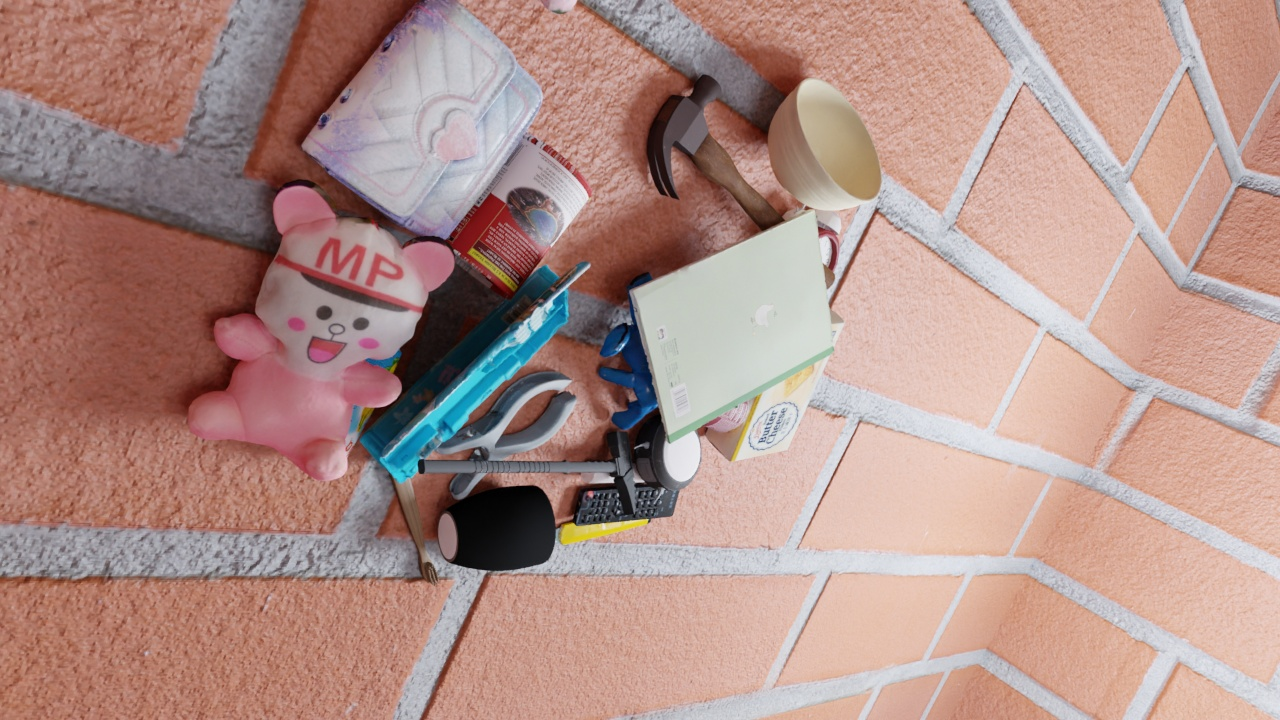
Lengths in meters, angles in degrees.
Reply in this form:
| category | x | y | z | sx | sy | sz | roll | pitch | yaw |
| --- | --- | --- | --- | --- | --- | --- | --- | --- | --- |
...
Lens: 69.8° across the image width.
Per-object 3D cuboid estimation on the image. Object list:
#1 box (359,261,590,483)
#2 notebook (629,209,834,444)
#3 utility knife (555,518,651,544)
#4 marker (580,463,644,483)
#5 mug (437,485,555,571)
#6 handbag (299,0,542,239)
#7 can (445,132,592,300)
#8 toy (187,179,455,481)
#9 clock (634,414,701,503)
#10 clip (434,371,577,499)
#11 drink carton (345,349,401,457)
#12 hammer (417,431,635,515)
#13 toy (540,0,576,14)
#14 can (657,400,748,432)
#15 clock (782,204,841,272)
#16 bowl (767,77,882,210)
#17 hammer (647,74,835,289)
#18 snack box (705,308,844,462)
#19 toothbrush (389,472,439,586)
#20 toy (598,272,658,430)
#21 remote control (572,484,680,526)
| category | x | y | z | sx | sy | sz | roll | pitch | yaw |
| --- | --- | --- | --- | --- | --- | --- | --- | --- | --- |
| box | -0.144 | 0.003 | 0.793 | 0.226 | 0.056 | 0.185 | -46 | 177 | -17 |
| notebook | 0.111 | -0.039 | 1.003 | 0.252 | 0.010 | 0.182 | -27 | 117 | -26 |
| utility knife | -0.045 | 0.196 | 1.103 | 0.162 | 0.017 | 0.030 | -6 | 100 | -44 |
| marker | -0.015 | 0.132 | 1.087 | 0.027 | 0.023 | 0.133 | -29 | 157 | 36 |
| mug | -0.157 | 0.182 | 0.940 | 0.100 | 0.084 | 0.119 | -1 | 144 | -35 |
| handbag | -0.162 | -0.184 | 0.705 | 0.158 | 0.069 | 0.126 | -53 | 139 | -3 |
| can | -0.109 | -0.123 | 0.781 | 0.116 | 0.087 | 0.086 | -53 | 140 | -6 |
| toy | -0.244 | -0.019 | 0.699 | 0.142 | 0.084 | 0.213 | 24 | 101 | -15 |
| clock | 0.039 | 0.107 | 1.091 | 0.122 | 0.044 | 0.091 | -35 | 113 | -43 |
| clip | -0.131 | 0.081 | 0.933 | 0.163 | 0.028 | 0.108 | -32 | 132 | -28 |
| drink carton | -0.246 | 0.037 | 0.772 | 0.038 | 0.044 | 0.129 | 29 | 92 | -23 |
| hammer | -0.100 | 0.114 | 0.919 | 0.324 | 0.015 | 0.095 | 10 | 67 | -57 |
| toy | -0.052 | -0.337 | 0.735 | 0.098 | 0.053 | 0.096 | -36 | 123 | -29 |
| can | 0.072 | 0.043 | 1.080 | 0.114 | 0.063 | 0.063 | 23 | 96 | -41 |
| clock | 0.202 | -0.135 | 1.128 | 0.096 | 0.048 | 0.138 | -10 | 122 | -42 |
| bowl | 0.193 | -0.227 | 1.016 | 0.150 | 0.076 | 0.150 | 21 | 57 | -37 |
| hammer | 0.123 | -0.168 | 0.999 | 0.323 | 0.033 | 0.115 | 37 | 85 | -40 |
| snack box | 0.164 | 0.026 | 1.146 | 0.104 | 0.057 | 0.208 | -7 | 130 | -34 |
| toothbrush | -0.221 | 0.162 | 0.900 | 0.016 | 0.016 | 0.167 | -31 | 132 | -31 |
| toy | -0.006 | 0.006 | 0.988 | 0.112 | 0.071 | 0.177 | -37 | 137 | -41 |
| remote control | -0.017 | 0.170 | 1.104 | 0.150 | 0.022 | 0.047 | 3 | 108 | -39 |
